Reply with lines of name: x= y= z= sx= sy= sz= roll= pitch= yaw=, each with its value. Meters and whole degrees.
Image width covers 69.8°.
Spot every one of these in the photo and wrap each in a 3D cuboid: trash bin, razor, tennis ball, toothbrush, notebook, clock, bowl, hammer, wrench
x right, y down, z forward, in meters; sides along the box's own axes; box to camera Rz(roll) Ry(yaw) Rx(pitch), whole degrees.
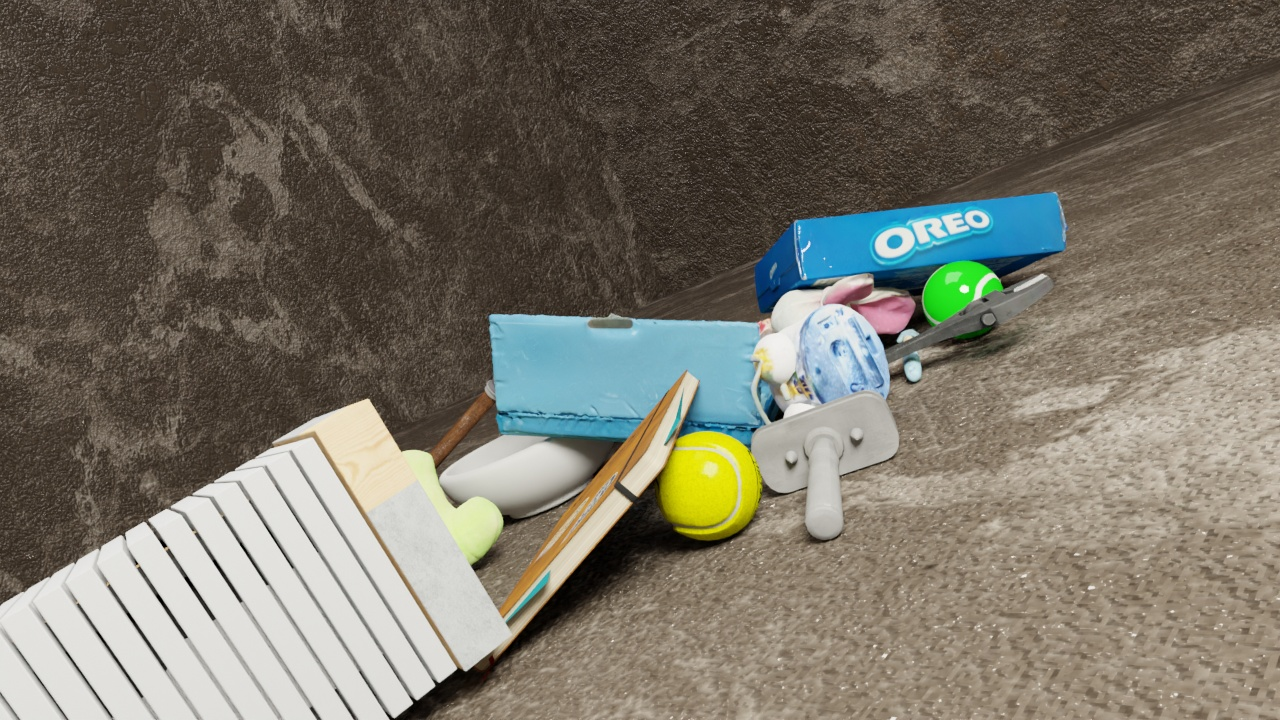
trash bin: x=-0.225 y=0.149 z=0.467 sx=0.246 sy=0.142 sz=0.143 roll=-34 pitch=10 yaw=-29
razor: x=0.106 y=0.066 z=0.528 sx=0.088 sy=0.047 sz=0.116 roll=-22 pitch=14 yaw=18
tennis ball: x=0.041 y=0.076 z=0.554 sx=0.065 sy=0.065 sz=0.065 roll=-24 pitch=6 yaw=2
toothbrush: x=0.229 y=-0.005 z=0.778 sx=0.022 sy=0.016 sz=0.154 roll=-12 pitch=10 yaw=17
notebook: x=-0.022 y=0.086 z=0.595 sx=0.179 sy=0.014 sz=0.249 roll=-50 pitch=0 yaw=13
tennis ball: x=0.270 y=-0.051 z=0.769 sx=0.065 sy=0.065 sz=0.065 roll=-24 pitch=6 yaw=2
clock: x=0.128 y=0.012 z=0.671 sx=0.125 sy=0.089 sz=0.052 roll=-26 pitch=1 yaw=-38
bowl: x=-0.096 y=0.101 z=0.863 sx=0.176 sy=0.066 sz=0.176 roll=-24 pitch=6 yaw=2
hammer: x=-0.195 y=0.089 z=0.902 sx=0.323 sy=0.043 sz=0.155 roll=-46 pitch=-1 yaw=19
wrench: x=0.197 y=-0.003 z=0.734 sx=0.274 sy=0.018 sz=0.072 roll=-29 pitch=2 yaw=36

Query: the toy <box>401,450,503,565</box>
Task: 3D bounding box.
toy: x=-0.201 y=0.149 z=0.683 sx=0.150 sy=0.107 sz=0.196 roll=29 pitch=32 yaw=24

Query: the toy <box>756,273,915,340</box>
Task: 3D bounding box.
toy: x=0.141 y=-0.016 z=0.814 sx=0.195 sy=0.084 sz=0.159 roll=-34 pitch=-23 yaw=22

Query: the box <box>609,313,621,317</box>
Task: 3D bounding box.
box: x=0.042 y=-0.016 z=1.113 sx=0.191 sy=0.045 sz=0.209 roll=15 pitch=6 yaw=-3

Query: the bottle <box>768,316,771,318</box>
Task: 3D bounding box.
bottle: x=0.130 y=-0.007 z=0.970 sx=0.165 sy=0.059 sz=0.060 roll=-30 pitch=8 yaw=-35

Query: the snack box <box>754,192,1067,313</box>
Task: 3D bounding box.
snack box: x=0.243 y=-0.097 z=0.876 sx=0.239 sy=0.056 sz=0.195 roll=-7 pitch=-5 yaw=-4

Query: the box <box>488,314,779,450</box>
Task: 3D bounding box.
box: x=-0.005 y=0.003 z=0.758 sx=0.232 sy=0.112 sz=0.094 roll=3 pitch=24 yaw=20
